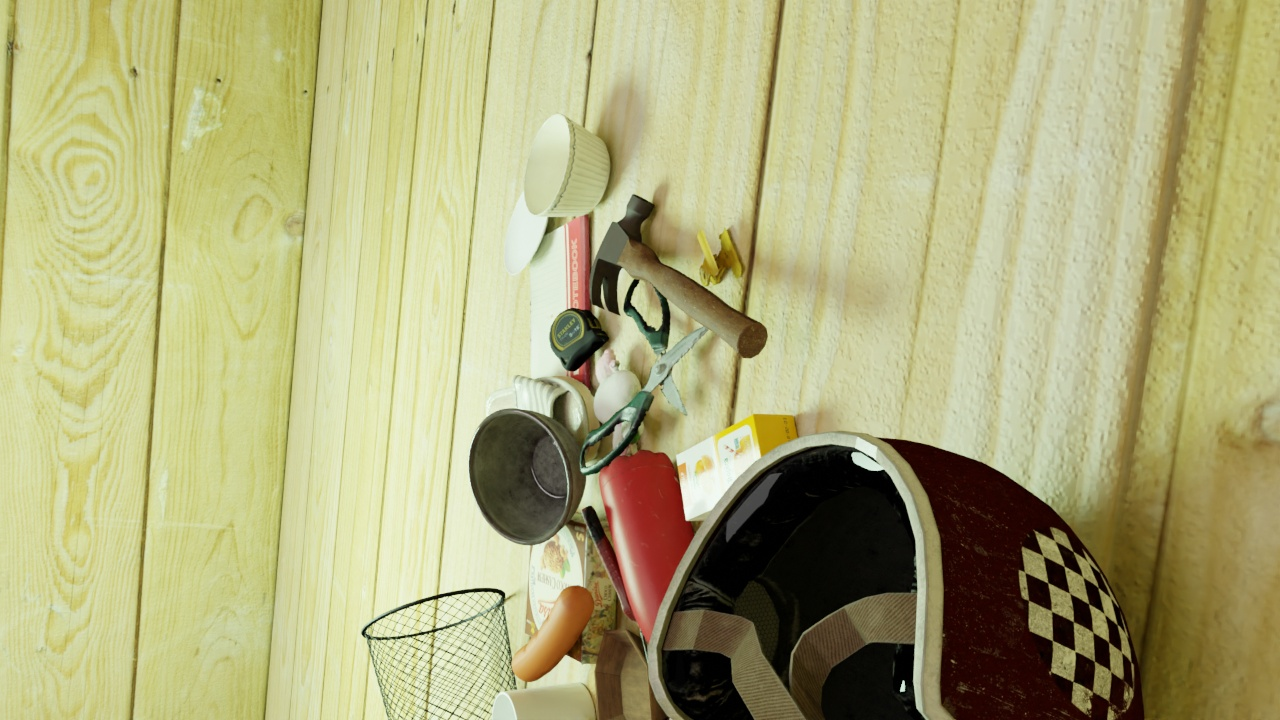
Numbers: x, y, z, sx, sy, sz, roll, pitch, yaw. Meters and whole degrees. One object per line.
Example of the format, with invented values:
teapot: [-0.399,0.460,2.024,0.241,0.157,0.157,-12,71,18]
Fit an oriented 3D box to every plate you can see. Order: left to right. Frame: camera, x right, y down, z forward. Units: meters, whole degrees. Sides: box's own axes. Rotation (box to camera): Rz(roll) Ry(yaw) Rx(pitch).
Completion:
plate: [-0.141,-0.173,1.176,0.135,0.011,0.134,-37,45,49]
plate: [-0.007,0.323,0.887,0.131,0.025,0.131,-10,79,63]

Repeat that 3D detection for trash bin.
trash bin: [-0.233,0.415,1.135,0.185,0.183,0.210,-48,53,47]

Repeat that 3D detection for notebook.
notebook: [-0.098,-0.058,1.105,0.153,0.012,0.208,-15,75,58]

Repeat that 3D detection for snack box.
snack box: [-0.077,0.243,1.006,0.143,0.041,0.147,-3,84,59]

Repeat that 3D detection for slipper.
slipper: [-0.131,0.074,1.098,0.273,0.054,0.114,0,90,58]

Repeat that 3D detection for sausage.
sausage: [-0.091,0.285,0.943,0.165,0.039,0.044,-57,44,39]

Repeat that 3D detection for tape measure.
tape measure: [-0.070,-0.027,1.017,0.062,0.034,0.061,-40,66,25]

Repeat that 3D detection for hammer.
hammer: [0.026,-0.068,0.821,0.115,0.033,0.323,-64,28,10]

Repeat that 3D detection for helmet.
helmet: [0.123,0.154,0.458,0.234,0.253,0.233,-24,41,51]

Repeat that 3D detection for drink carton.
drink carton: [0.078,0.091,0.757,0.123,0.040,0.058,-37,56,53]

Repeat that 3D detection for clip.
clip: [0.064,-0.087,0.815,0.048,0.046,0.054,-33,56,24]

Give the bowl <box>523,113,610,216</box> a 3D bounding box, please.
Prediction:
bowl: [-0.079,-0.213,1.033,0.116,0.062,0.115,-25,60,55]

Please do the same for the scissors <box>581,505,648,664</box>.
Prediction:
scissors: [-0.007,0.214,0.864,0.198,0.015,0.179,61,-169,-15]

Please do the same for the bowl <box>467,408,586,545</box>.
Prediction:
bowl: [-0.110,0.118,0.981,0.145,0.067,0.145,6,100,34]

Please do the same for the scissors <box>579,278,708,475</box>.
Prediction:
scissors: [-0.005,0.005,0.889,0.202,0.015,0.204,-44,38,28]

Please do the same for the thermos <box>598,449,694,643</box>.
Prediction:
thermos: [0.023,0.197,0.809,0.073,0.073,0.239,-52,45,44]

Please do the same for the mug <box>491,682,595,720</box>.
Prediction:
mug: [-0.095,0.388,0.973,0.111,0.090,0.073,-16,73,58]

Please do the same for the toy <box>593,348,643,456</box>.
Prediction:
toy: [-0.021,0.045,0.937,0.079,0.038,0.122,122,138,-52]

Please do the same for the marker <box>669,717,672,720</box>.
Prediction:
marker: [0.029,0.344,0.838,0.017,0.017,0.146,47,127,52]
